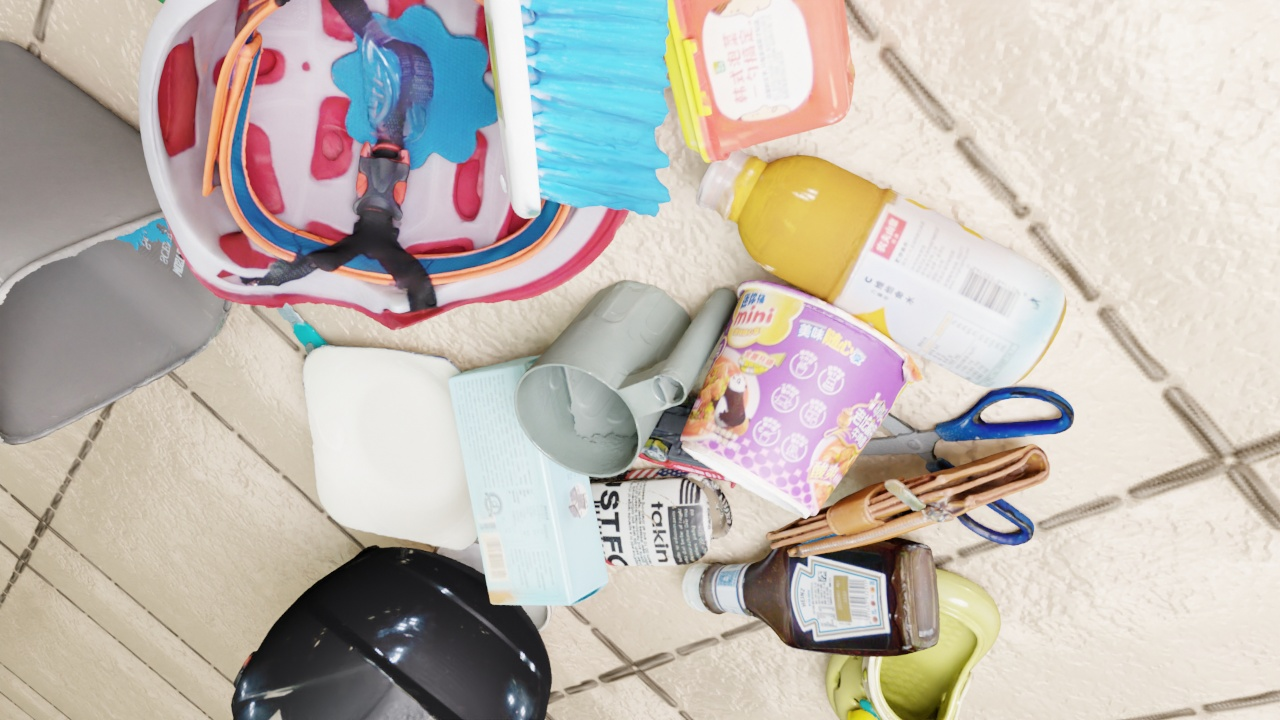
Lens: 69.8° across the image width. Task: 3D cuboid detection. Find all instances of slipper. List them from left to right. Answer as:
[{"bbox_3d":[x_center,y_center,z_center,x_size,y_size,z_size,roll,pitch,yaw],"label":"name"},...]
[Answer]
[{"bbox_3d":[0.184,0.226,0.648,0.092,0.081,0.191,25,130,13],"label":"slipper"}]

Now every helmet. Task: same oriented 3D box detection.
[{"bbox_3d":[-0.201,0.286,0.718,0.233,0.230,0.275,41,94,-6],"label":"helmet"},{"bbox_3d":[-0.128,-0.135,0.497,0.240,0.143,0.207,5,124,-13],"label":"helmet"}]

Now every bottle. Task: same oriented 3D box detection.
[{"bbox_3d":[0.111,0.163,0.646,0.195,0.044,0.079,-11,77,45],"label":"bottle"},{"bbox_3d":[0.119,-0.054,0.474,0.189,0.067,0.068,29,133,6],"label":"bottle"}]

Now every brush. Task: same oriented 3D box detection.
[{"bbox_3d":[-0.050,-0.204,0.366,0.109,0.060,0.315,-8,115,-10],"label":"brush"}]

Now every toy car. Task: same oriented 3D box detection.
[{"bbox_3d":[0.049,0.053,0.607,0.121,0.052,0.045,10,152,30],"label":"toy car"}]

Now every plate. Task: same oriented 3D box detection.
[{"bbox_3d":[-0.192,0.066,0.737,0.164,0.034,0.164,6,109,21],"label":"plate"}]

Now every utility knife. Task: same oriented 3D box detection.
[{"bbox_3d":[-0.259,0.001,0.760,0.029,0.013,0.221,-25,109,39],"label":"utility knife"}]

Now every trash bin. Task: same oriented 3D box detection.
[{"bbox_3d":[-0.446,-0.097,0.674,0.220,0.198,0.200,42,132,7],"label":"trash bin"}]

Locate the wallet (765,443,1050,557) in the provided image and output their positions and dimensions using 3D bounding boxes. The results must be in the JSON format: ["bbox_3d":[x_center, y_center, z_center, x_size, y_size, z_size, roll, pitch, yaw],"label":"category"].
[{"bbox_3d":[0.148,0.085,0.524,0.131,0.118,0.035,-31,68,46],"label":"wallet"}]

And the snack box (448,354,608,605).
[{"bbox_3d":[-0.080,0.086,0.657,0.074,0.051,0.175,-9,93,33],"label":"snack box"}]

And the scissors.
[{"bbox_3d":[0.183,0.054,0.562,0.176,0.012,0.162,-27,107,42],"label":"scissors"}]

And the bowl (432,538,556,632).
[{"bbox_3d":[-0.114,0.172,0.780,0.113,0.062,0.114,15,132,18],"label":"bowl"}]

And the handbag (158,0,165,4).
[{"bbox_3d":[-0.222,-0.246,0.521,0.120,0.067,0.132,35,133,-10],"label":"handbag"}]

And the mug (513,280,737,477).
[{"bbox_3d":[-0.003,0.003,0.561,0.124,0.103,0.084,-20,113,37],"label":"mug"}]

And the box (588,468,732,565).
[{"bbox_3d":[-0.006,0.112,0.693,0.164,0.081,0.075,-11,89,37],"label":"box"}]

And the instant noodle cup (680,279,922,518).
[{"bbox_3d":[0.080,0.025,0.504,0.111,0.099,0.111,31,172,5],"label":"instant noodle cup"}]

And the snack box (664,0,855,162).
[{"bbox_3d":[0.056,-0.148,0.431,0.080,0.081,0.091,-5,121,20],"label":"snack box"}]
